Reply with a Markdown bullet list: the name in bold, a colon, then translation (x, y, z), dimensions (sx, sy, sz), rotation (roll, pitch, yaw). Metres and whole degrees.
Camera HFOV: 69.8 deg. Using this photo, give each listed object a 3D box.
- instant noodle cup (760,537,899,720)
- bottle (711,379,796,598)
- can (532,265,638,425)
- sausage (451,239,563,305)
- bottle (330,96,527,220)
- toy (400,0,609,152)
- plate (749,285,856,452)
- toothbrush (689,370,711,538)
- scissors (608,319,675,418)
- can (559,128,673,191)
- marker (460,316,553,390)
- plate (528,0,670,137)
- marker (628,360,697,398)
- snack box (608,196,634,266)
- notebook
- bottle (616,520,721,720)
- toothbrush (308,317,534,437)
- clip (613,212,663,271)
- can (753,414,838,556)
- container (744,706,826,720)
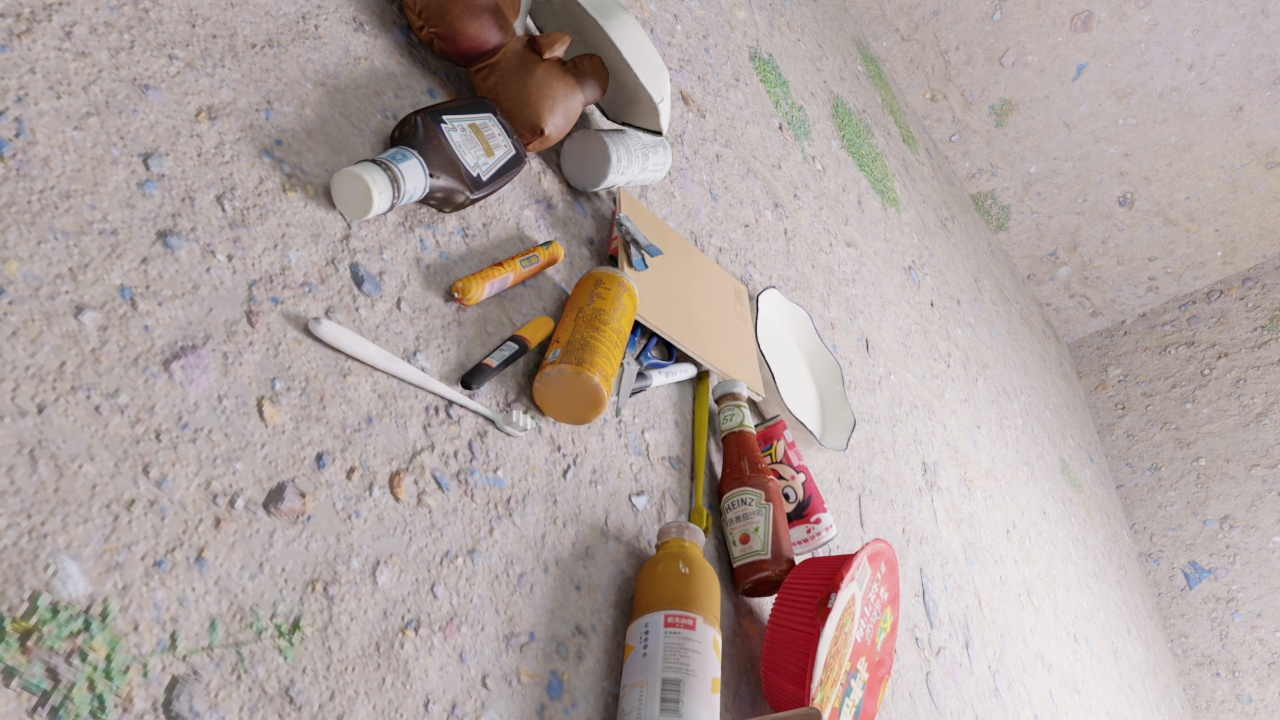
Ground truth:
- **instant noodle cup**: translation (0.157, 0.238, 0.773), dimensions (0.193, 0.066, 0.194), rotation (-19, 113, -53)
- **bottle**: translation (0.098, 0.112, 0.846), dimensions (0.059, 0.060, 0.205), rotation (29, 44, -44)
- **can**: translation (-0.041, -0.015, 0.735), dimensions (0.058, 0.058, 0.145), rotation (48, 32, -23)
- **sausage**: translation (-0.101, -0.071, 0.725), dimensions (0.021, 0.022, 0.164), rotation (59, 29, -5)
- **bottle**: translation (-0.155, -0.146, 0.682), dimensions (0.080, 0.044, 0.194), rotation (56, 31, -9)
- **toy**: translation (-0.120, -0.276, 0.769), dimensions (0.199, 0.140, 0.130), rotation (41, 63, -26)
- **plate**: translation (0.177, 0.016, 1.062), dimensions (0.205, 0.046, 0.204), rotation (38, 37, -35)
- **toothbrush**: translation (0.058, 0.082, 0.851), dimensions (0.016, 0.016, 0.189), rotation (46, 33, -34)
- **scissors**: translation (-0.015, -0.006, 0.790), dimensions (0.125, 0.012, 0.173), rotation (53, 27, 15)
- **can**: translation (-0.021, -0.203, 0.921), dimensions (0.058, 0.058, 0.146), rotation (62, 30, 0)
- **marker**: translation (-0.098, -0.006, 0.683), dimensions (0.018, 0.015, 0.123), rotation (25, 30, 11)
- **plate**: translation (-0.039, -0.288, 0.847), dimensions (0.162, 0.034, 0.265), rotation (52, -2, -26)
- **marker**: translation (0.017, 0.016, 0.842), dimensions (0.130, 0.018, 0.022), rotation (-10, 95, -59)
- **snack box**: translation (0.029, -0.089, 0.935), dimensions (0.155, 0.027, 0.076), rotation (41, 37, -31)
- **notebook**: translation (0.051, -0.064, 0.908), dimensions (0.211, 0.012, 0.149), rotation (32, 42, -39)
- **bottle**: translation (0.023, 0.200, 0.647), dimensions (0.068, 0.068, 0.189), rotation (43, 34, -30)
- **toothbrush**: translation (-0.138, 0.013, 0.603), dimensions (0.180, 0.016, 0.016), rotation (33, 39, -41)
- **clip**: translation (-0.005, -0.111, 0.837), dimensions (0.058, 0.045, 0.027), rotation (56, 34, 9)
- **can**: translation (0.146, 0.124, 0.914), dimensions (0.053, 0.053, 0.132), rotation (-21, 84, -60)
- **container**: translation (0.116, 0.330, 0.668), dimensions (0.111, 0.090, 0.090), rotation (55, 30, -19)
